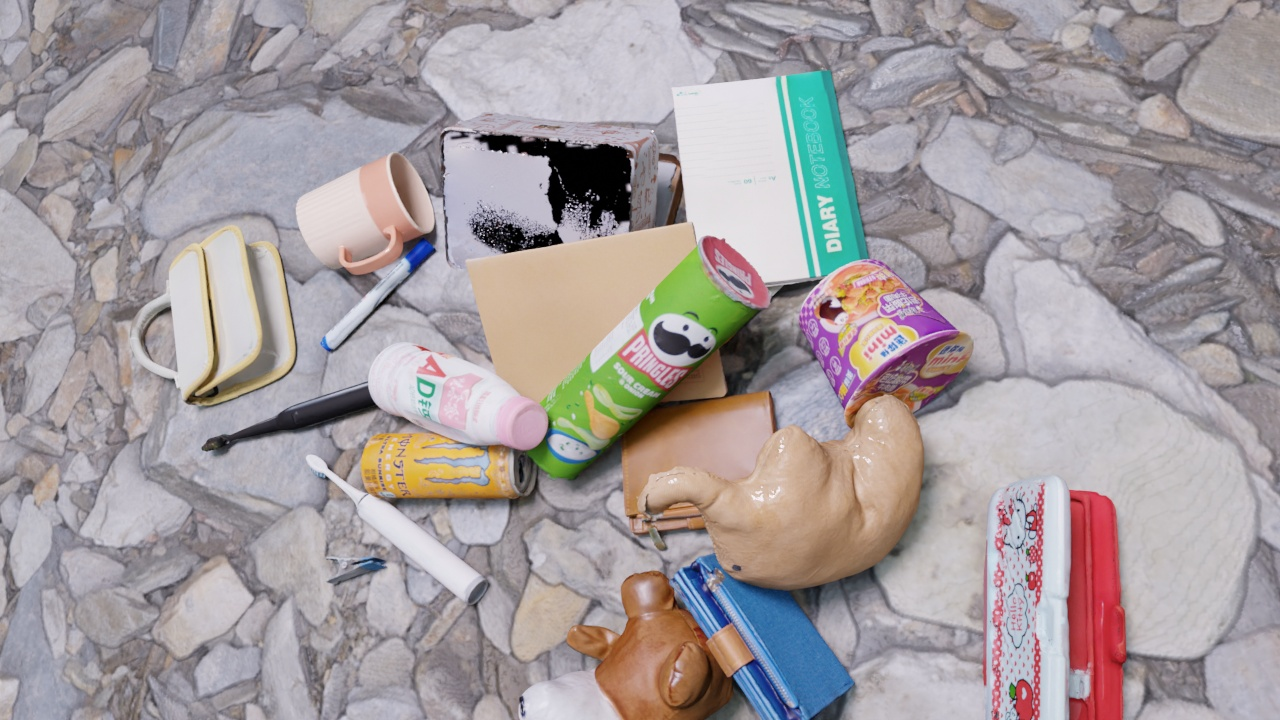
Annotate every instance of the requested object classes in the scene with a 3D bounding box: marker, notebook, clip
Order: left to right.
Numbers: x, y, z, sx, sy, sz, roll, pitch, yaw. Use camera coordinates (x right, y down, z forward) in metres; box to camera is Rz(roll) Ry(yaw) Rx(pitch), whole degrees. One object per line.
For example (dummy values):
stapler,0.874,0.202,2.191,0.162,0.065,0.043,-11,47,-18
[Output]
clip,-0.256,0.182,0.821,0.057,0.024,0.028,-13,66,19
marker,-0.259,-0.064,0.903,0.146,0.017,0.017,-45,67,-1
notebook,-0.039,-0.029,0.774,0.208,0.008,0.148,-7,107,22
notebook,0.112,-0.162,0.814,0.150,0.012,0.209,-7,70,3

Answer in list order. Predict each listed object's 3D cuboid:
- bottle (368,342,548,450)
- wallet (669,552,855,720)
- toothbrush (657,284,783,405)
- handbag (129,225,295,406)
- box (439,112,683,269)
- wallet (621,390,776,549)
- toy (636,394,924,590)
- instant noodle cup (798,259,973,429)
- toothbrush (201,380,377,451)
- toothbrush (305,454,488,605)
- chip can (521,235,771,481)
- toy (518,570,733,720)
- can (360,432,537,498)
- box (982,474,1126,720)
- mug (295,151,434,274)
bottle,-0.155,0.034,0.779,0.197,0.068,0.068,16,77,43
wallet,0.090,0.200,0.672,0.040,0.106,0.133,-49,64,26
toothbrush,0.080,-0.033,0.792,0.191,0.018,0.016,-46,68,-1
handbag,-0.448,-0.036,0.929,0.179,0.063,0.163,-24,66,12
box,-0.061,-0.146,0.835,0.182,0.167,0.151,10,118,15
wallet,0.049,0.090,0.753,0.131,0.035,0.119,-9,71,15
toy,0.107,0.105,0.654,0.225,0.143,0.082,-12,22,-24
instant noodle cup,0.182,-0.018,0.714,0.111,0.111,0.099,-33,59,4
toothbrush,-0.327,0.054,0.879,0.213,0.027,0.026,-17,107,10
toothbrush,-0.225,0.145,0.820,0.221,0.026,0.026,31,46,22
chip can,-0.004,0.004,0.728,0.237,0.072,0.072,-43,64,28
toy,-0.028,0.262,0.678,0.200,0.130,0.140,-47,31,8
can,-0.168,0.092,0.803,0.146,0.058,0.058,-2,72,16
box,0.280,0.181,0.622,0.095,0.099,0.201,2,74,18
mug,-0.265,-0.132,0.888,0.106,0.082,0.114,-21,57,11
